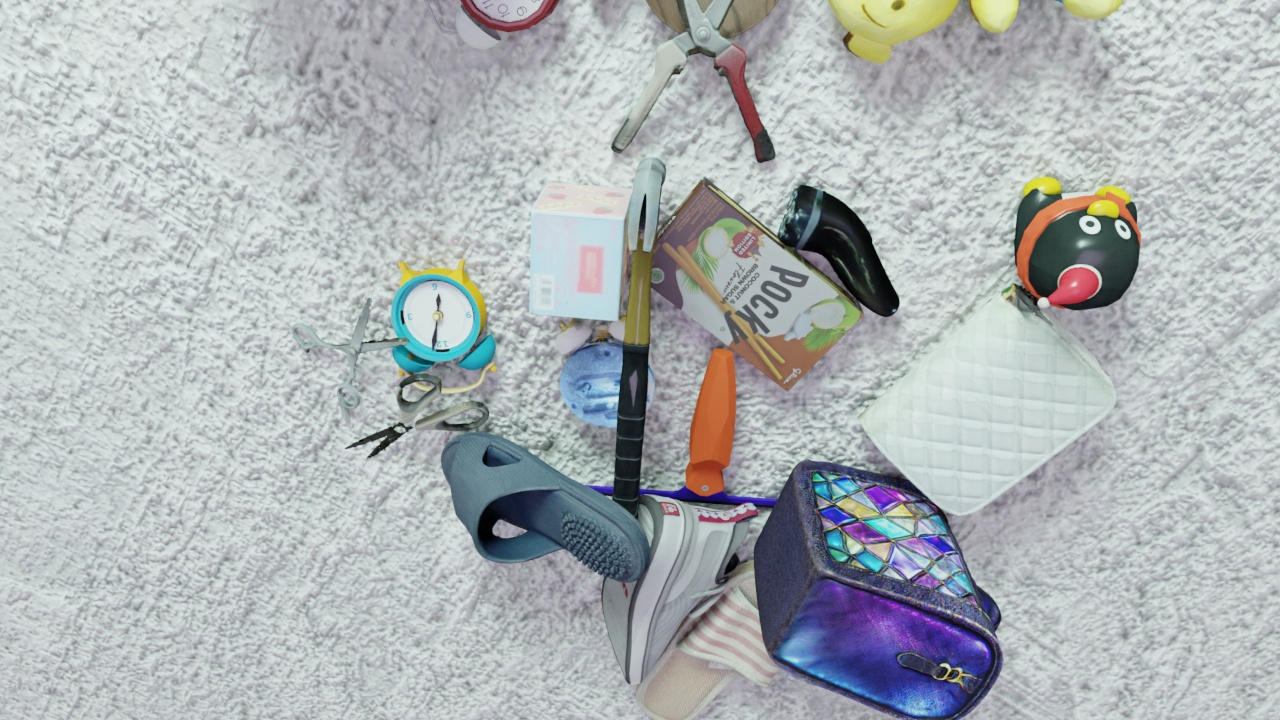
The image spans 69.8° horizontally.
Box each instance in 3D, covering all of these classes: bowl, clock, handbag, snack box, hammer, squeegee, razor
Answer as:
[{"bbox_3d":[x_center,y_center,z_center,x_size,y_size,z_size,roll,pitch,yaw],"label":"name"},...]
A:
[{"bbox_3d":[0.056,-0.313,0.711,0.119,0.032,0.119,2,116,4],"label":"bowl"},{"bbox_3d":[-0.031,0.002,0.859,0.089,0.051,0.125,-6,115,8],"label":"clock"},{"bbox_3d":[0.228,0.210,0.852,0.222,0.204,0.126,18,116,-7],"label":"handbag"},{"bbox_3d":[-0.049,-0.095,0.790,0.079,0.094,0.093,5,115,1],"label":"snack box"},{"bbox_3d":[-0.005,0.005,0.783,0.025,0.117,0.334,5,116,2],"label":"hammer"},{"bbox_3d":[0.314,0.038,0.841,0.139,0.072,0.195,43,112,-6],"label":"handbag"},{"bbox_3d":[0.068,0.073,0.883,0.249,0.055,0.185,5,119,-2],"label":"squeegee"},{"bbox_3d":[-0.113,-0.300,0.724,0.125,0.044,0.087,-19,113,12],"label":"clock"},{"bbox_3d":[-0.187,-0.030,0.863,0.099,0.043,0.130,-2,108,5],"label":"clock"},{"bbox_3d":[0.096,-0.066,0.828,0.186,0.031,0.101,36,113,-13],"label":"snack box"},{"bbox_3d":[0.174,-0.090,0.800,0.064,0.052,0.140,-31,111,30],"label":"razor"}]

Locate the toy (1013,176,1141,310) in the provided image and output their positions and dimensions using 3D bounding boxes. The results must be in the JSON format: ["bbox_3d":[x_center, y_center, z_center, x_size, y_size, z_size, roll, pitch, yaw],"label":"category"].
[{"bbox_3d":[0.360,-0.087,0.751,0.097,0.119,0.100,8,119,0],"label":"toy"}]

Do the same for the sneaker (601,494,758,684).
[{"bbox_3d":[0.036,0.238,0.956,0.128,0.096,0.264,-1,128,-21],"label":"sneaker"}]

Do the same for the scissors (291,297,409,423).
[{"bbox_3d":[-0.273,0.002,0.881,0.142,0.014,0.165,13,127,21],"label":"scissors"}]

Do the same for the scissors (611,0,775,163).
[{"bbox_3d":[0.039,-0.226,0.741,0.180,0.015,0.199,-21,131,25],"label":"scissors"}]

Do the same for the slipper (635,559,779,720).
[{"bbox_3d":[0.089,0.322,1.005,0.115,0.052,0.263,34,114,-10],"label":"slipper"}]

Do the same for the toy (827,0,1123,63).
[{"bbox_3d":[0.230,-0.307,0.674,0.214,0.083,0.149,-10,107,10],"label":"toy"}]

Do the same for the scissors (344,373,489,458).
[{"bbox_3d":[-0.229,0.056,0.899,0.163,0.012,0.154,-2,142,2],"label":"scissors"}]

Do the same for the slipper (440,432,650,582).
[{"bbox_3d":[-0.113,0.145,0.854,0.264,0.082,0.101,19,125,34],"label":"slipper"}]
